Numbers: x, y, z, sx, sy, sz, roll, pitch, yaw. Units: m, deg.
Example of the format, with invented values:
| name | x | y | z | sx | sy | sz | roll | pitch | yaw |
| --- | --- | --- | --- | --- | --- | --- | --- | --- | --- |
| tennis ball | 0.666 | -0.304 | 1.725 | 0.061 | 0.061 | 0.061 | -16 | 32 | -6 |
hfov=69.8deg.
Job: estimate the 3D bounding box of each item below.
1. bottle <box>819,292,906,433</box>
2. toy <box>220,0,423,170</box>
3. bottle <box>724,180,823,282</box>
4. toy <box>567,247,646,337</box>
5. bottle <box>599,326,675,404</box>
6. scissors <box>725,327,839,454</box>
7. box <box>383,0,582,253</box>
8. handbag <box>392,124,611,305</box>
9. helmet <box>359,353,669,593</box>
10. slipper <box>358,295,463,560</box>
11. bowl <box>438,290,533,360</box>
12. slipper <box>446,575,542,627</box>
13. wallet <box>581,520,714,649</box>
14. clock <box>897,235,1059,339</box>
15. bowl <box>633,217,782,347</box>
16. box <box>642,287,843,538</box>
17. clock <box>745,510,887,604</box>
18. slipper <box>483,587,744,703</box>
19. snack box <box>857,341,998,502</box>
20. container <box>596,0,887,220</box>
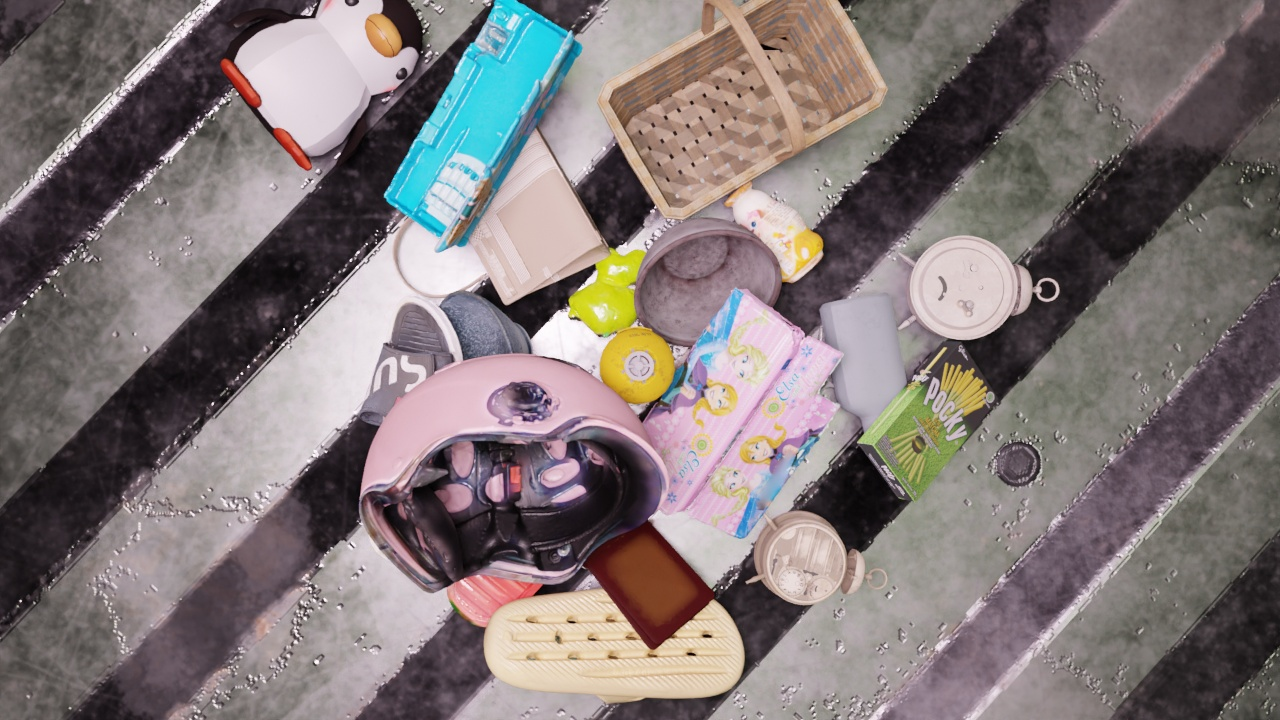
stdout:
| name | x | y | z | sx | sy | sz | roll | pitch | yaw |
| --- | --- | --- | --- | --- | --- | --- | --- | --- | --- |
| bottle | 0.233 | 0.016 | 0.938 | 0.072 | 0.046 | 0.161 | -11 | 90 | -13 |
| toy | -0.302 | -0.293 | 0.899 | 0.184 | 0.140 | 0.159 | -40 | 124 | -12 |
| bottle | 0.134 | -0.132 | 0.929 | 0.063 | 0.063 | 0.109 | -42 | 93 | -2 |
| toy | -0.028 | -0.069 | 0.937 | 0.094 | 0.036 | 0.093 | -1 | 83 | -6 |
| bottle | -0.005 | 0.005 | 0.872 | 0.071 | 0.164 | 0.071 | 0 | 89 | -3 |
| scissors | 0.144 | 0.040 | 0.953 | 0.161 | 0.014 | 0.117 | -19 | 91 | -6 |
| box | -0.134 | -0.210 | 0.850 | 0.085 | 0.170 | 0.227 | 24 | 103 | -42 |
| handbag | -0.159 | -0.135 | 0.919 | 0.198 | 0.062 | 0.175 | -30 | 82 | 6 |
| helmet | -0.109 | 0.087 | 0.797 | 0.255 | 0.230 | 0.152 | -13 | 47 | 2 |
| slipper | -0.234 | 0.067 | 0.894 | 0.111 | 0.063 | 0.264 | 8 | 93 | 35 |
| bowl | -0.145 | -0.007 | 0.911 | 0.057 | 0.137 | 0.137 | -17 | 90 | -42 |
| slipper | -0.096 | 0.154 | 0.920 | 0.103 | 0.059 | 0.248 | 37 | 89 | -3 |
| wallet | 0.005 | 0.217 | 0.909 | 0.091 | 0.018 | 0.115 | -31 | 70 | -35 |
| clock | 0.345 | -0.072 | 0.940 | 0.157 | 0.061 | 0.103 | 0 | 89 | 5 |
| bowl | 0.061 | -0.088 | 0.907 | 0.145 | 0.145 | 0.067 | -6 | 45 | -6 |
| box | 0.093 | 0.063 | 0.892 | 0.160 | 0.062 | 0.231 | 32 | 109 | 1 |
| clock | 0.183 | 0.208 | 0.932 | 0.141 | 0.054 | 0.093 | 15 | 89 | 0 |
| slipper | -0.028 | 0.282 | 0.908 | 0.261 | 0.079 | 0.111 | 6 | 59 | -18 |
| snack box | 0.291 | 0.060 | 0.922 | 0.147 | 0.025 | 0.080 | -45 | 110 | -17 |
| container | 0.097 | -0.250 | 0.868 | 0.250 | 0.186 | 0.157 | -30 | 90 | -2 |
